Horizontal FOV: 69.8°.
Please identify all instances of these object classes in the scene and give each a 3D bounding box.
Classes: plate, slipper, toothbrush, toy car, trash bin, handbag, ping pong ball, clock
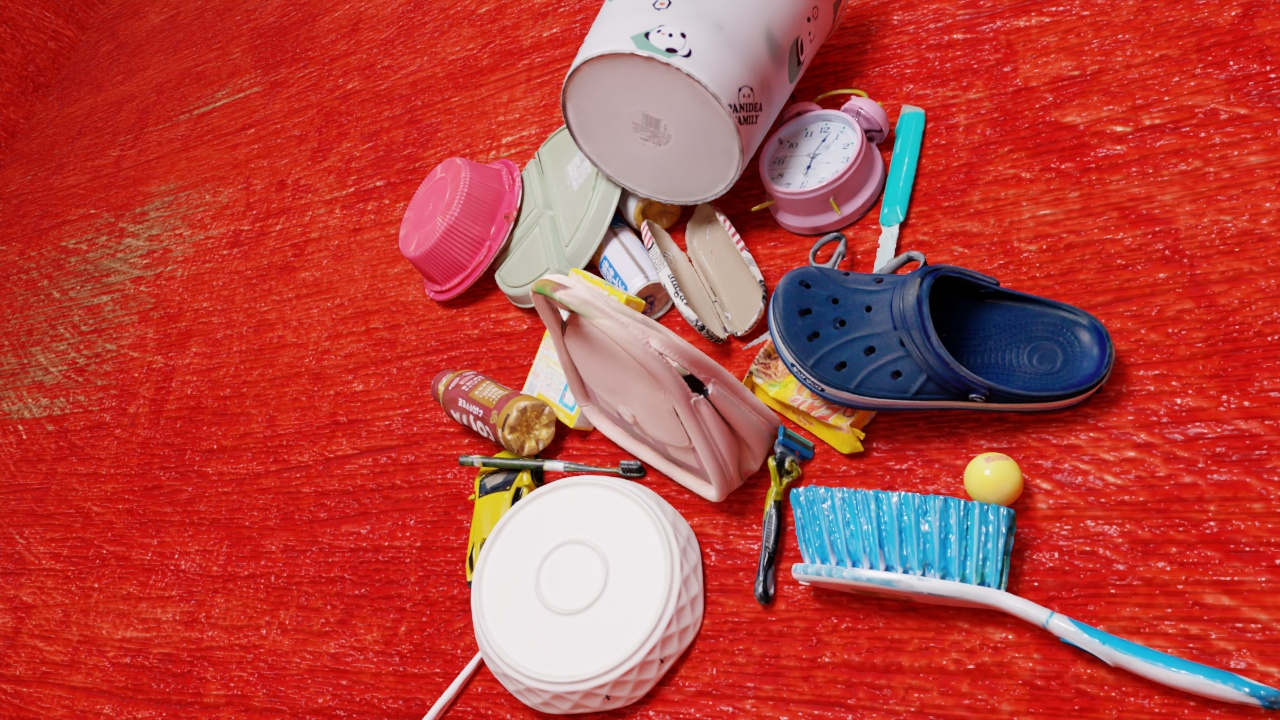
[{"bbox_3d":[-0.097,-0.168,1.013,0.231,0.027,0.229,-30,48,41],"label":"plate"},{"bbox_3d":[0.217,-0.018,0.680,0.253,0.095,0.105,10,67,14],"label":"slipper"},{"bbox_3d":[-0.149,0.277,0.815,0.016,0.016,0.180,35,82,36],"label":"toothbrush"},{"bbox_3d":[-0.131,0.148,0.870,0.071,0.041,0.155,-16,52,22],"label":"toy car"},{"bbox_3d":[-0.086,0.097,0.859,0.186,0.017,0.012,1,55,16],"label":"toothbrush"},{"bbox_3d":[-0.051,0.186,0.764,0.205,0.045,0.204,-8,58,13],"label":"plate"},{"bbox_3d":[0.057,-0.304,0.896,0.230,0.229,0.251,5,56,35],"label":"trash bin"},{"bbox_3d":[-0.004,0.004,0.750,0.193,0.234,0.093,29,75,40],"label":"handbag"},{"bbox_3d":[0.254,0.086,0.661,0.040,0.040,0.040,-17,53,23],"label":"ping pong ball"},{"bbox_3d":[0.177,-0.200,0.887,0.117,0.060,0.158,7,63,35],"label":"clock"}]

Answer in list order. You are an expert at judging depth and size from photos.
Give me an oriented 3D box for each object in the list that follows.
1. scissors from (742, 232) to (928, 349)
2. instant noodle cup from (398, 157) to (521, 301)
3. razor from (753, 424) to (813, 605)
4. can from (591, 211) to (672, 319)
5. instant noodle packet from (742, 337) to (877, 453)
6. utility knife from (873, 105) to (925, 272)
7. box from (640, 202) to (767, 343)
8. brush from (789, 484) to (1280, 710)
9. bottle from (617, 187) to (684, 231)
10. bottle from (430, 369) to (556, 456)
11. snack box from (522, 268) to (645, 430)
[{"bbox_3d":[0.167,-0.054,0.787,0.160,0.014,0.180,-10,43,18],"label":"scissors"},{"bbox_3d":[-0.226,-0.169,1.093,0.194,0.065,0.193,-29,47,37],"label":"instant noodle cup"},{"bbox_3d":[0.109,0.126,0.739,0.022,0.042,0.142,-11,59,50],"label":"razor"},{"bbox_3d":[-0.015,-0.099,0.949,0.053,0.053,0.134,-38,48,6],"label":"can"},{"bbox_3d":[0.158,0.009,0.774,0.128,0.044,0.110,29,81,42],"label":"instant noodle packet"},{"bbox_3d":[0.237,-0.154,0.850,0.029,0.013,0.221,-1,59,34],"label":"utility knife"},{"bbox_3d":[0.053,-0.087,0.876,0.076,0.087,0.162,-63,39,40],"label":"box"},{"bbox_3d":[0.247,0.151,0.621,0.315,0.060,0.109,0,67,30],"label":"brush"},{"bbox_3d":[-0.010,-0.217,1.013,0.068,0.068,0.189,-33,48,10],"label":"bottle"},{"bbox_3d":[-0.156,0.047,0.933,0.175,0.057,0.057,18,71,48],"label":"bottle"},{"bbox_3d":[-0.058,-0.012,0.902,0.087,0.033,0.140,29,103,41],"label":"snack box"}]
